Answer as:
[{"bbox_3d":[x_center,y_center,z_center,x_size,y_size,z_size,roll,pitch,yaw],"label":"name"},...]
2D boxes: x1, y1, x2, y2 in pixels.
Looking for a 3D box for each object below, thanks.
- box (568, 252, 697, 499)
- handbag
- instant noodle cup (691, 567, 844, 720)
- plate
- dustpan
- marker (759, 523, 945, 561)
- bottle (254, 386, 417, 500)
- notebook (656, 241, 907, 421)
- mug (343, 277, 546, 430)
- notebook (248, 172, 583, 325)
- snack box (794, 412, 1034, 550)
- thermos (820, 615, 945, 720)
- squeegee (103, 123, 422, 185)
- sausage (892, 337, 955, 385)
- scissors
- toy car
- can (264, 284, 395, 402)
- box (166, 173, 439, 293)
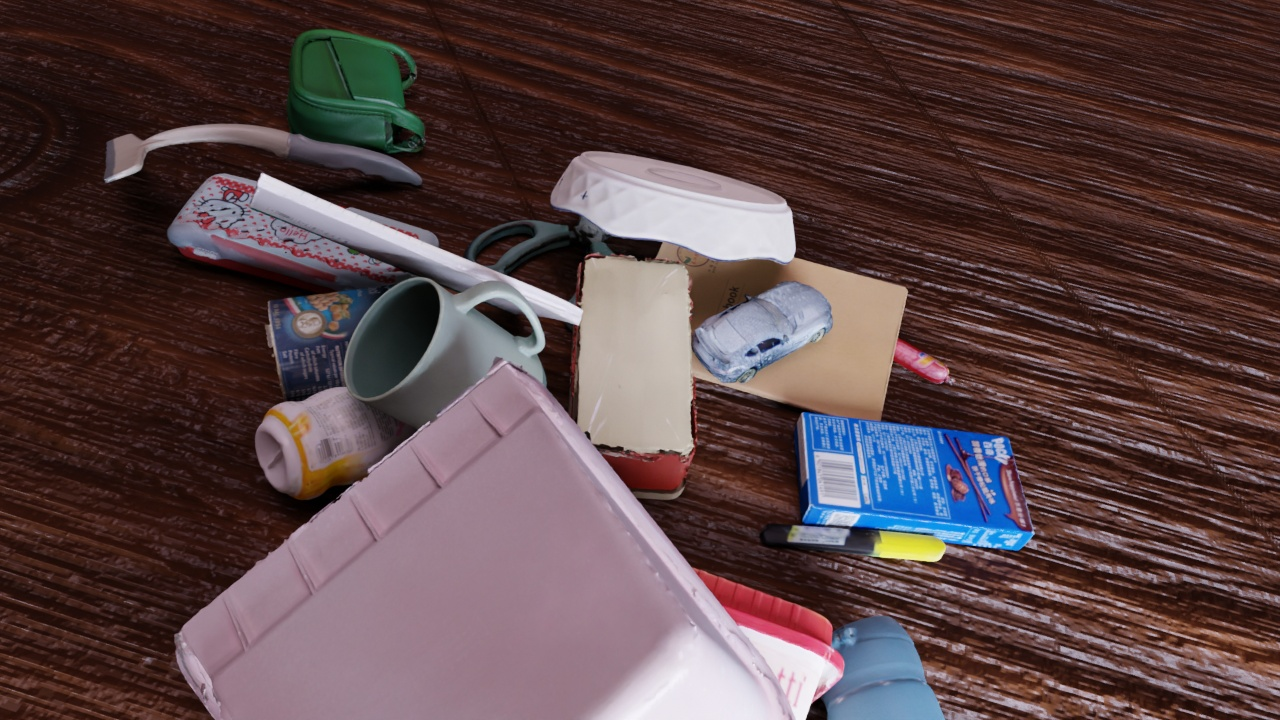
[{"bbox_3d":[-0.004,0.004,0.643,0.091,0.079,0.168,4,55,-6],"label":"box"},{"bbox_3d":[-0.263,-0.242,0.849,0.120,0.068,0.131,1,46,-20],"label":"handbag"},{"bbox_3d":[0.032,0.189,0.479,0.116,0.117,0.124,19,60,7],"label":"instant noodle cup"},{"bbox_3d":[0.030,-0.128,0.744,0.205,0.046,0.204,12,19,-4],"label":"plate"},{"bbox_3d":[-0.061,0.167,0.434,0.222,0.139,0.273,-39,44,-10],"label":"dustpan"},{"bbox_3d":[0.142,0.123,0.618,0.124,0.015,0.018,5,47,-1],"label":"marker"},{"bbox_3d":[-0.188,0.047,0.595,0.108,0.063,0.063,-20,53,-43],"label":"bottle"},{"bbox_3d":[0.101,-0.032,0.737,0.208,0.008,0.147,17,55,8],"label":"notebook"},{"bbox_3d":[-0.108,-0.001,0.579,0.112,0.106,0.082,-41,45,13],"label":"mug"},{"bbox_3d":[-0.156,-0.069,0.620,0.209,0.150,0.012,22,85,-25],"label":"notebook"},{"bbox_3d":[0.190,0.085,0.651,0.157,0.026,0.084,7,47,-3],"label":"snack box"},{"bbox_3d":[0.147,0.241,0.476,0.070,0.070,0.220,-2,48,-12],"label":"thermos"},{"bbox_3d":[-0.300,-0.171,0.755,0.246,0.039,0.246,-1,18,-29],"label":"squeegee"},{"bbox_3d":[0.187,-0.021,0.753,0.156,0.020,0.020,31,50,17],"label":"sausage"},{"bbox_3d":[-0.075,-0.092,0.772,0.177,0.019,0.173,8,49,-2],"label":"scissors"},{"bbox_3d":[0.095,-0.025,0.705,0.120,0.037,0.054,-26,60,-24],"label":"toy car"},{"bbox_3d":[-0.197,-0.012,0.638,0.111,0.075,0.075,-10,51,-18],"label":"can"},{"bbox_3d":[-0.263,-0.092,0.719,0.201,0.049,0.086,16,48,4],"label":"box"}]
